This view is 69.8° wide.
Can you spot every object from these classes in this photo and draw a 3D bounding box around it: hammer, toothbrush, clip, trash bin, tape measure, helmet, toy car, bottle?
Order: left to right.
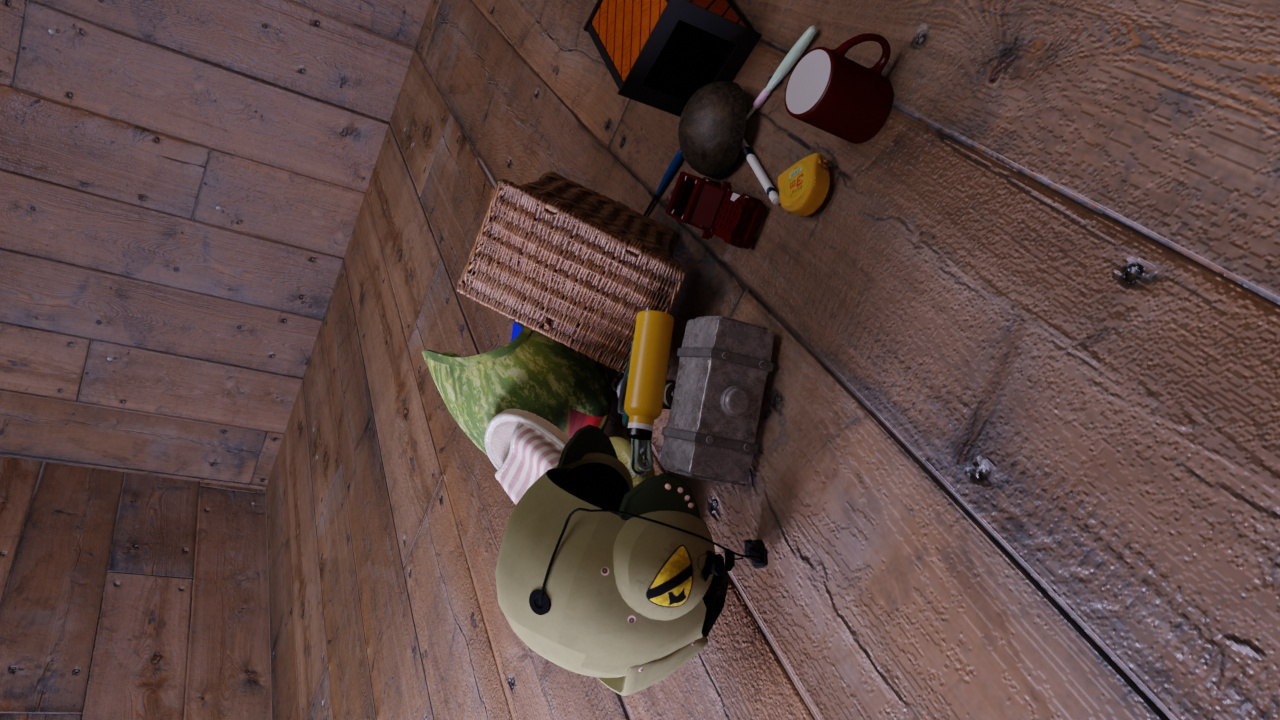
[{"bbox_3d":[-0.152,0.040,1.274,0.212,0.247,0.243,-42,39,-19],"label":"helmet"},{"bbox_3d":[-0.016,0.207,0.925,0.250,0.255,0.233,24,96,60],"label":"helmet"},{"bbox_3d":[0.001,0.095,1.055,0.044,0.023,0.076,123,150,-59],"label":"clip"},{"bbox_3d":[0.008,0.018,1.041,0.043,0.043,0.143,-13,65,57],"label":"bottle"},{"bbox_3d":[0.031,-0.250,1.294,0.168,0.014,0.014,-55,25,33],"label":"toothbrush"},{"bbox_3d":[0.037,-0.437,1.219,0.140,0.139,0.171,-55,41,33],"label":"trash bin"},{"bbox_3d":[0.036,0.042,1.117,0.327,0.079,0.177,2,80,65],"label":"hammer"},{"bbox_3d":[0.083,-0.192,1.134,0.170,0.061,0.070,42,115,57],"label":"toy car"},{"bbox_3d":[0.134,-0.244,1.119,0.186,0.012,0.017,-109,30,-43],"label":"toothbrush"},{"bbox_3d":[0.162,-0.340,1.106,0.155,0.015,0.022,-48,11,41],"label":"toothbrush"},{"bbox_3d":[0.180,-0.188,0.998,0.068,0.030,0.058,-32,51,54],"label":"tape measure"}]

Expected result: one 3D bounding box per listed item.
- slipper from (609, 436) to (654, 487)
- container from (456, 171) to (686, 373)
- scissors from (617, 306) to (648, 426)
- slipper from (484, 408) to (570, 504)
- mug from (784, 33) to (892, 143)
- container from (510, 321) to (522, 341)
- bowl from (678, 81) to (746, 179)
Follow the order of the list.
[{"bbox_3d":[0.012,0.173,1.097,0.092,0.081,0.190,-44,69,42],"label":"slipper"},{"bbox_3d":[-0.074,-0.130,1.188,0.162,0.250,0.182,-62,3,25],"label":"container"},{"bbox_3d":[-0.006,0.012,1.109,0.134,0.019,0.145,129,145,-61],"label":"scissors"},{"bbox_3d":[-0.099,0.153,1.098,0.263,0.052,0.115,32,121,27],"label":"slipper"},{"bbox_3d":[0.210,-0.284,0.934,0.106,0.082,0.073,-61,33,25],"label":"mug"},{"bbox_3d":[-0.174,-0.037,1.512,0.096,0.058,0.114,-16,65,57],"label":"container"},{"bbox_3d":[0.081,-0.295,1.161,0.121,0.056,0.121,-176,90,-69],"label":"bowl"}]
